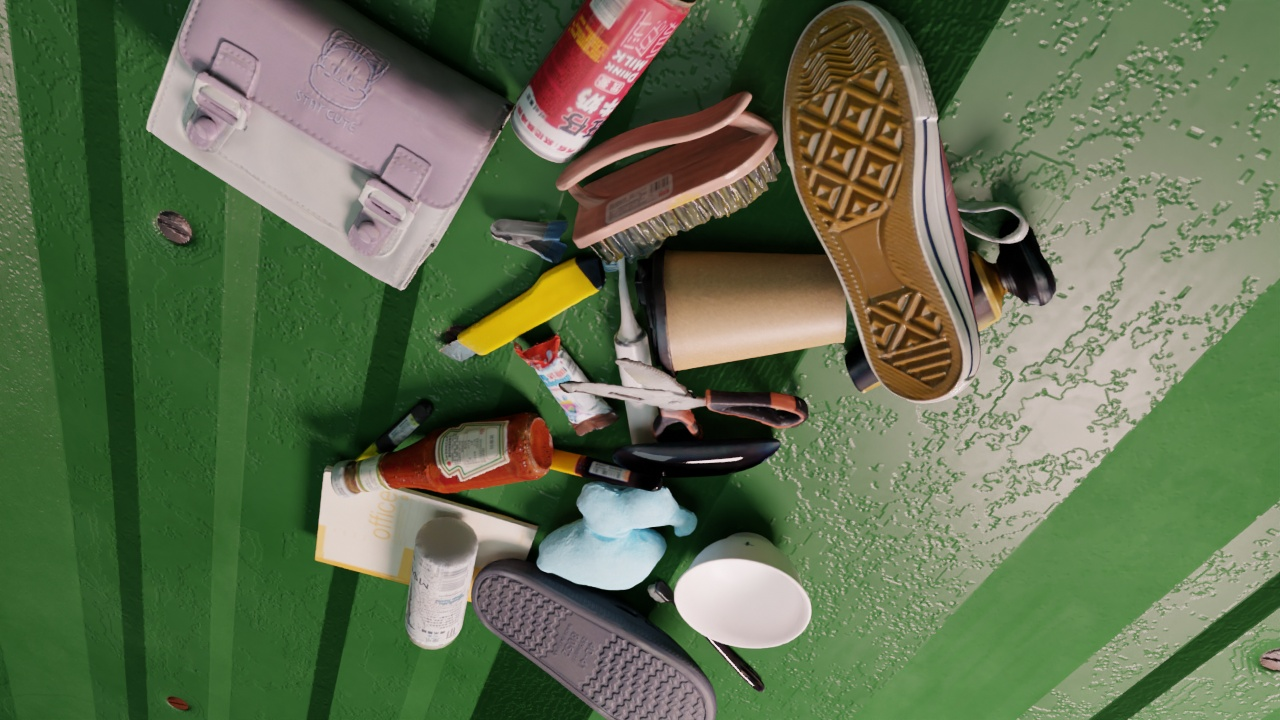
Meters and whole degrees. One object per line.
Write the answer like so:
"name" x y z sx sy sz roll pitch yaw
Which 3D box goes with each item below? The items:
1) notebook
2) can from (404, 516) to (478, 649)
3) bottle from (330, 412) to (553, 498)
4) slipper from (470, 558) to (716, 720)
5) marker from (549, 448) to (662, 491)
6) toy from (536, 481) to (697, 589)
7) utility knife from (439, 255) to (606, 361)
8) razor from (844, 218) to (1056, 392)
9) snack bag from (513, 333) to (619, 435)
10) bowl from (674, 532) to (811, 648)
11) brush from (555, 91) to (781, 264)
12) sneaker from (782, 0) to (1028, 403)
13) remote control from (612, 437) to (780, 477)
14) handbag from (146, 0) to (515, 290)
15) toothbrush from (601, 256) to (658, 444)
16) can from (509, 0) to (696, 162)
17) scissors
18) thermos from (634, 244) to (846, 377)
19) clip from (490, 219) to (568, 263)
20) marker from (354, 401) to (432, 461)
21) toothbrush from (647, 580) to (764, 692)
"notebook" -0.216 0.180 0.908 0.206 0.010 0.146 17 129 -6
"can" -0.195 0.218 0.890 0.058 0.058 0.147 18 130 0
"bottle" -0.178 0.090 0.803 0.206 0.059 0.060 -12 123 19
"slipper" -0.037 0.269 0.904 0.268 0.083 0.111 31 117 6
"marker" -0.036 0.093 0.782 0.124 0.018 0.015 9 159 29
"toy" -0.024 0.163 0.831 0.161 0.049 0.156 -4 129 12
"utility knife" -0.094 -0.038 0.718 0.178 0.015 0.033 -26 111 31
"razor" 0.208 -0.027 0.632 0.067 0.062 0.168 12 143 -36
"snack bag" -0.060 0.018 0.745 0.045 0.026 0.105 -22 121 24
"bowl" 0.093 0.192 0.814 0.118 0.064 0.118 7 129 9
"brush" 0.020 -0.121 0.595 0.146 0.063 0.073 -19 130 25
"sneaker" 0.159 -0.096 0.562 0.118 0.087 0.241 -13 98 39
"remote control" 0.046 0.080 0.737 0.136 0.024 0.053 -3 158 -6
"handbag" -0.203 -0.158 0.608 0.197 0.098 0.145 32 122 -11
"toothbrush" -0.004 0.004 0.719 0.026 0.026 0.221 -7 126 3
"can" -0.026 -0.185 0.563 0.053 0.053 0.133 35 127 -13
"scissors" 0.037 0.034 0.675 0.189 0.015 0.225 -3 159 -3
"thermos" 0.067 -0.038 0.636 0.143 0.092 0.093 -5 126 7
"clip" -0.082 -0.091 0.669 0.058 0.027 0.044 13 136 5
"marker" -0.226 0.071 0.835 0.018 0.015 0.124 40 125 -18
"toothbrush" 0.069 0.279 0.918 0.018 0.015 0.181 -28 115 37
